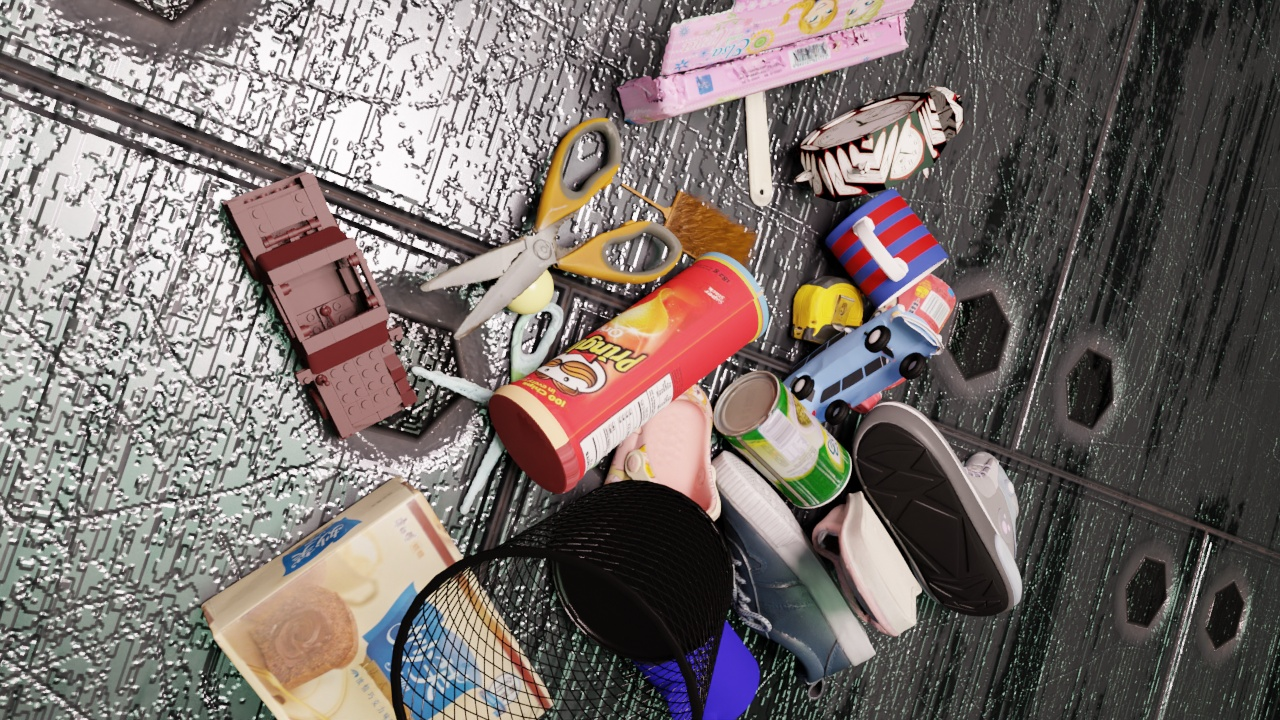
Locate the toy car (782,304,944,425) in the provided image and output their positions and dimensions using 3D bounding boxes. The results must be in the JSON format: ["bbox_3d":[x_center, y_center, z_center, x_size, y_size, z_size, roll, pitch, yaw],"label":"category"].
[{"bbox_3d":[0.184,0.004,0.784,0.056,0.154,0.054,34,42,-21],"label":"toy car"}]

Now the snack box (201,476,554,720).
[{"bbox_3d":[-0.174,0.208,0.640,0.153,0.055,0.207,-35,112,-22],"label":"snack box"}]

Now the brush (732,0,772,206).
[{"bbox_3d":[0.095,-0.239,0.769,0.033,0.012,0.218,-12,104,-29],"label":"brush"}]

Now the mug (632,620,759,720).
[{"bbox_3d":[0.043,0.254,0.745,0.079,0.111,0.083,-26,115,20],"label":"mug"}]

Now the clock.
[{"bbox_3d":[0.212,-0.184,0.783,0.154,0.115,0.065,-36,113,-24],"label":"clock"}]

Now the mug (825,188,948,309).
[{"bbox_3d":[0.207,-0.096,0.786,0.075,0.111,0.076,-39,80,21],"label":"mug"}]

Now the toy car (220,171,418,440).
[{"bbox_3d":[-0.200,-0.032,0.590,0.070,0.062,0.170,-29,110,-24],"label":"toy car"}]

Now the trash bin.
[{"bbox_3d":[-0.027,0.176,0.605,0.209,0.184,0.184,-29,118,-72],"label":"trash bin"}]

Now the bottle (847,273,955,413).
[{"bbox_3d":[0.232,-0.014,0.847,0.062,0.062,0.137,43,74,-27],"label":"bottle"}]

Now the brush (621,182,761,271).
[{"bbox_3d":[0.041,-0.111,0.748,0.126,0.017,0.048,27,82,-30],"label":"brush"}]

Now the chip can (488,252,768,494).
[{"bbox_3d":[-0.004,0.004,0.687,0.212,0.087,0.087,-36,113,-28],"label":"chip can"}]

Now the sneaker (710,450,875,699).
[{"bbox_3d":[0.113,0.186,0.793,0.087,0.089,0.235,-33,99,6],"label":"sneaker"}]

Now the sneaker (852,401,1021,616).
[{"bbox_3d":[0.297,0.111,0.882,0.257,0.093,0.160,57,43,-21],"label":"sneaker"}]

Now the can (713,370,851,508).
[{"bbox_3d":[0.123,0.069,0.786,0.121,0.067,0.067,43,74,-31],"label":"can"}]

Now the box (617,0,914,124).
[{"bbox_3d":[0.110,-0.236,0.684,0.230,0.161,0.062,-21,86,-20],"label":"box"}]

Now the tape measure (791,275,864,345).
[{"bbox_3d":[0.170,-0.044,0.821,0.065,0.037,0.064,12,90,-31],"label":"tape measure"}]

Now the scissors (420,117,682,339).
[{"bbox_3d":[-0.064,-0.097,0.658,0.224,0.016,0.175,-18,91,-38],"label":"scissors"}]

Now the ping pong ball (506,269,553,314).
[{"bbox_3d":[-0.083,-0.053,0.669,0.040,0.040,0.040,-4,98,-30],"label":"ping pong ball"}]

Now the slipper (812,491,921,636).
[{"bbox_3d":[0.189,0.173,0.770,0.054,0.274,0.114,-32,78,12],"label":"slipper"}]

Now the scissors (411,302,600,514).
[{"bbox_3d":[-0.095,0.037,0.691,0.171,0.021,0.173,29,86,-33],"label":"scissors"}]

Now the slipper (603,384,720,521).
[{"bbox_3d":[0.020,0.111,0.729,0.093,0.082,0.197,11,88,-30],"label":"slipper"}]
